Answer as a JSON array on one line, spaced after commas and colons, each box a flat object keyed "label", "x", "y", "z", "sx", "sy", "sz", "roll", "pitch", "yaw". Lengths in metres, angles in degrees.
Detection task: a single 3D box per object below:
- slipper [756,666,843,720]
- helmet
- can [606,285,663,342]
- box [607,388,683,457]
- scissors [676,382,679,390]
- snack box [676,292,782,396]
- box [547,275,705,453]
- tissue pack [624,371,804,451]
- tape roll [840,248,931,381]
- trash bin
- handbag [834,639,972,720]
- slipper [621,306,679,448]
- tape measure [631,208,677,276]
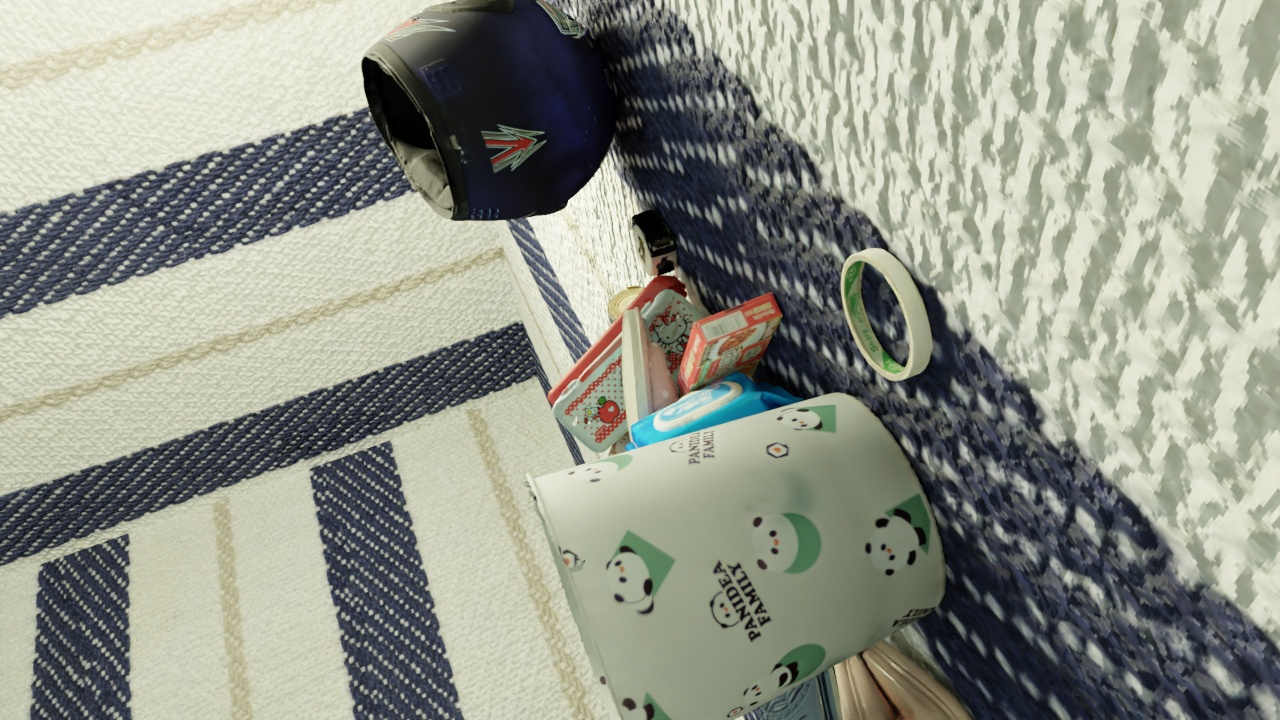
[{"label": "slipper", "x": 0.187, "y": 0.372, "z": 0.955, "sx": 0.095, "sy": 0.105, "sz": 0.252, "roll": 29, "pitch": -159, "yaw": -18}, {"label": "helmet", "x": -0.162, "y": -0.296, "z": 1.053, "sx": 0.315, "sy": 0.240, "sz": 0.248, "roll": 39, "pitch": 150, "yaw": 50}, {"label": "can", "x": 0.000, "y": -0.032, "z": 1.190, "sx": 0.075, "sy": 0.075, "sz": 0.111, "roll": -120, "pitch": 15, "yaw": -45}, {"label": "box", "x": 0.044, "y": 0.127, "z": 1.123, "sx": 0.184, "sy": 0.154, "sz": 0.183, "roll": -74, "pitch": -6, "yaw": -48}, {"label": "scissors", "x": 0.087, "y": 0.129, "z": 1.210, "sx": 0.225, "sy": 0.015, "sz": 0.189, "roll": -125, "pitch": 19, "yaw": -58}, {"label": "snack box", "x": 0.078, "y": -0.009, "z": 0.838, "sx": 0.153, "sy": 0.075, "sz": 0.025, "roll": 100, "pitch": 147, "yaw": -69}, {"label": "box", "x": -0.005, "y": 0.008, "z": 1.026, "sx": 0.101, "sy": 0.202, "sz": 0.095, "roll": 47, "pitch": -164, "yaw": 10}, {"label": "tissue pack", "x": 0.062, "y": 0.057, "z": 0.824, "sx": 0.052, "sy": 0.157, "sz": 0.095, "roll": 66, "pitch": 175, "yaw": -15}, {"label": "tape roll", "x": 0.154, "y": -0.029, "z": 0.582, "sx": 0.086, "sy": 0.014, "sz": 0.086, "roll": 160, "pitch": 91, "yaw": -80}, {"label": "trash bin", "x": 0.068, "y": 0.149, "z": 0.692, "sx": 0.230, "sy": 0.251, "sz": 0.229, "roll": 159, "pitch": 91, "yaw": -80}, {"label": "handbag", "x": 0.210, "y": 0.318, "z": 0.795, "sx": 0.234, "sy": 0.093, "sz": 0.193, "roll": -113, "pitch": 7, "yaw": -65}, {"label": "slipper", "x": 0.021, "y": 0.079, "z": 0.923, "sx": 0.114, "sy": 0.054, "sz": 0.274, "roll": 125, "pitch": 137, "yaw": -80}, {"label": "tape measure", "x": 0.016, "y": -0.130, "z": 1.047, "sx": 0.066, "sy": 0.033, "sz": 0.065, "roll": 81, "pitch": 167, "yaw": -45}]
